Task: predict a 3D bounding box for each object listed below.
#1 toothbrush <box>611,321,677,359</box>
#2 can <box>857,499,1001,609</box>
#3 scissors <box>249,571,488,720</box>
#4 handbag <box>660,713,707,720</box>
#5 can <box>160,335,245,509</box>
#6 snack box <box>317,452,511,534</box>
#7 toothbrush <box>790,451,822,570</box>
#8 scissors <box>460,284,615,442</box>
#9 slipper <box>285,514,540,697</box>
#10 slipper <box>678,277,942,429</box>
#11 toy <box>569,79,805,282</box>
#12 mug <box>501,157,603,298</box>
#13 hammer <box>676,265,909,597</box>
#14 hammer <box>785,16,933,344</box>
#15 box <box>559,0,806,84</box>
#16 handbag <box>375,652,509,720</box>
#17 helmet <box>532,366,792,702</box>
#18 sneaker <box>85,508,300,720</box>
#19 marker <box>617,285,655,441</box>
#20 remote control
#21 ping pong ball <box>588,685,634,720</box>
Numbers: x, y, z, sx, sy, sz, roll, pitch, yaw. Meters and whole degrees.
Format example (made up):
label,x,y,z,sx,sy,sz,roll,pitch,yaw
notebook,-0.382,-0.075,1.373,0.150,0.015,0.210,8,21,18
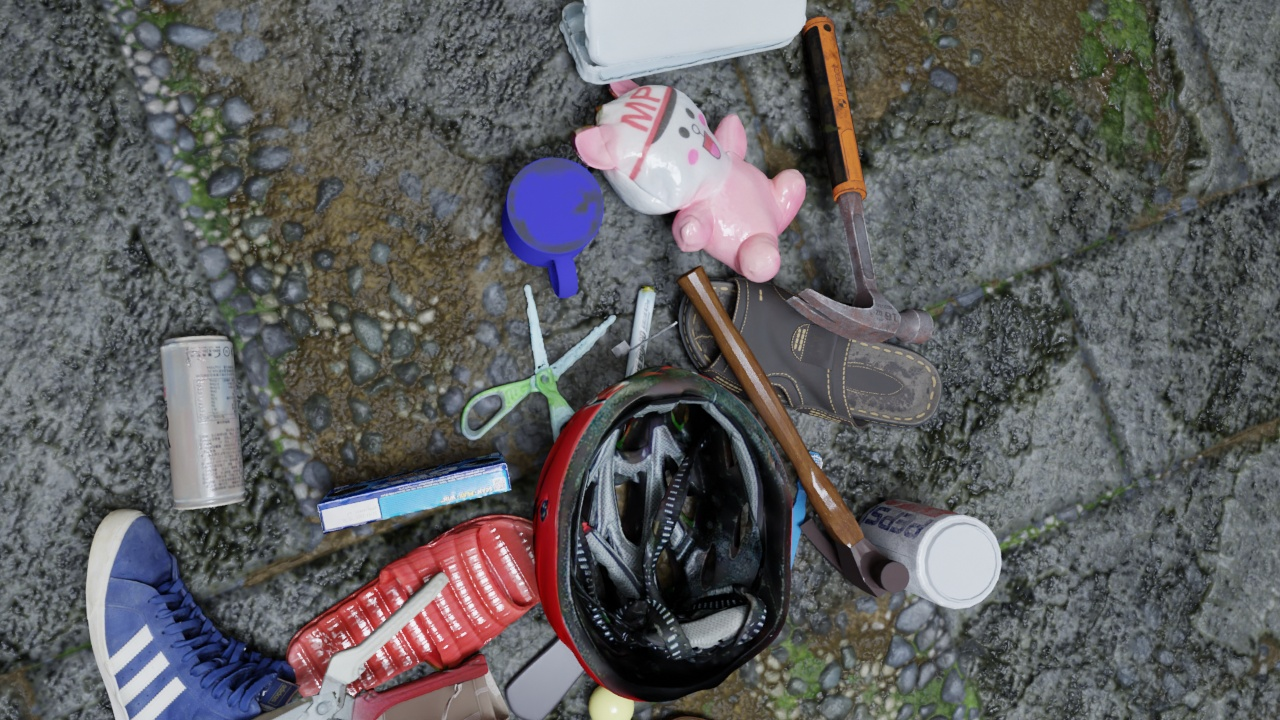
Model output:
label,x,y,z,sx,sy,sz,roll,pitch,yaw
toothbrush,0.000,-0.019,0.748,0.010,0.182,0.010,-37,93,-16
can,0.251,0.168,0.816,0.078,0.136,0.078,0,88,-12
scissors,-0.207,0.245,0.711,0.187,0.015,0.179,23,78,-22
handbag,0.033,0.388,0.815,0.166,0.063,0.138,16,69,-7
can,-0.353,0.049,0.741,0.054,0.054,0.135,-5,90,-12
snack box,-0.184,0.107,0.759,0.150,0.082,0.027,-12,92,-12
toothbrush,0.142,0.167,0.857,0.016,0.014,0.166,16,86,-11
scissors,-0.082,0.021,0.819,0.171,0.023,0.167,-39,91,-7
slipper,-0.180,0.211,0.770,0.248,0.059,0.103,-26,94,-9
slipper,0.161,-0.004,0.833,0.267,0.076,0.113,19,84,-10
toy,0.041,-0.162,0.807,0.213,0.084,0.141,32,58,-13
mug,-0.074,-0.109,0.785,0.079,0.083,0.111,-12,91,-12
hammer,0.124,0.063,0.783,0.033,0.115,0.323,-34,99,-12
hammer,0.172,-0.168,0.816,0.137,0.035,0.314,4,71,-29
box,0.043,-0.319,0.780,0.215,0.125,0.106,-17,67,-12
handbag,-0.187,0.314,0.693,0.175,0.198,0.062,-25,93,-11
helmet,0.012,0.138,0.752,0.217,0.167,0.272,-7,97,-26
sneaker,-0.336,0.225,0.711,0.118,0.091,0.233,-6,92,5
marker,-0.005,0.005,0.831,0.017,0.017,0.146,9,87,-11
remote control,-0.067,0.267,0.815,0.124,0.009,0.046,-45,97,-9
ping pong ball,-0.026,0.304,0.806,0.040,0.040,0.040,0,88,-11
